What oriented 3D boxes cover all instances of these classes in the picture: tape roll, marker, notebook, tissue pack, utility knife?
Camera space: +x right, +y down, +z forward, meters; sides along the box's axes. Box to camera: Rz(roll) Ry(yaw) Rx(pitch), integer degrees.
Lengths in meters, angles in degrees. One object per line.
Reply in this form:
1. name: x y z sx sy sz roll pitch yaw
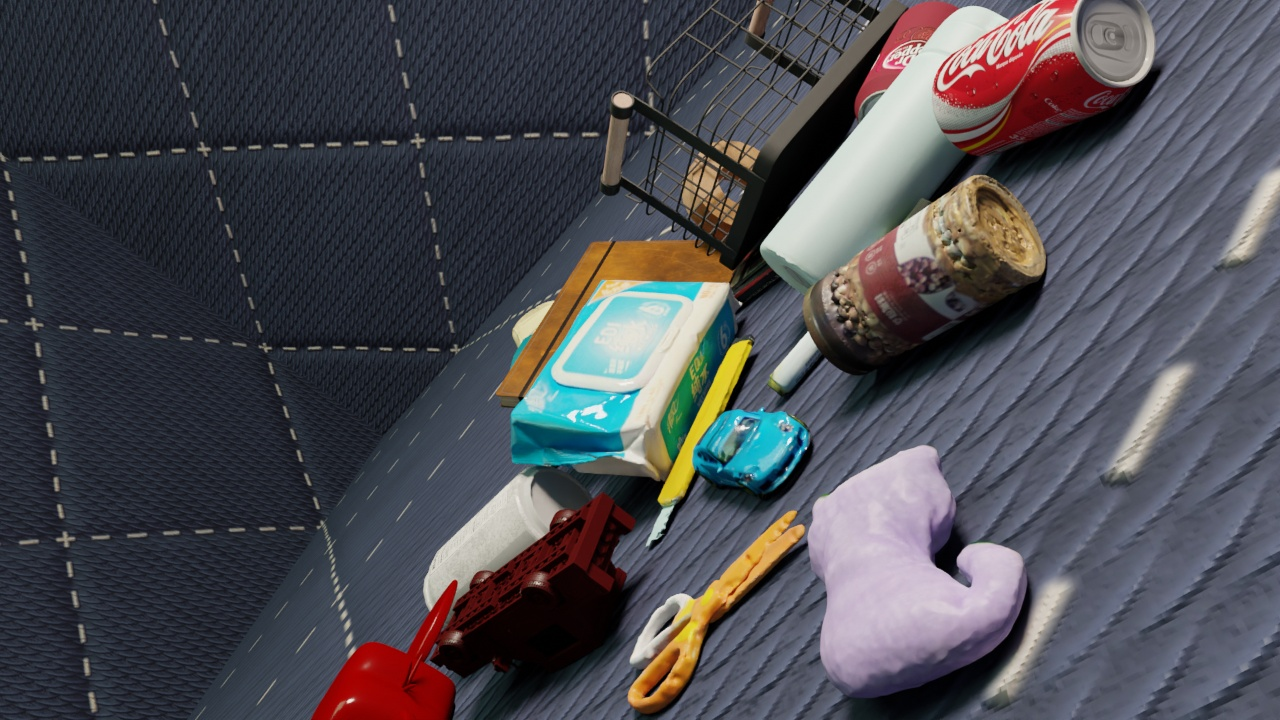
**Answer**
1. tape roll: 0.086 -0.156 0.847 0.093 0.094 0.027 -58 4 -29
2. marker: 0.129 -0.037 0.556 0.146 0.017 0.017 -50 13 5
3. notebook: -0.018 -0.032 0.802 0.179 0.014 0.248 2 40 22
4. tissue pack: -0.004 0.004 0.685 0.117 0.066 0.208 5 40 25
5. utility knife: 0.040 0.049 0.618 0.174 0.017 0.031 -59 10 -32

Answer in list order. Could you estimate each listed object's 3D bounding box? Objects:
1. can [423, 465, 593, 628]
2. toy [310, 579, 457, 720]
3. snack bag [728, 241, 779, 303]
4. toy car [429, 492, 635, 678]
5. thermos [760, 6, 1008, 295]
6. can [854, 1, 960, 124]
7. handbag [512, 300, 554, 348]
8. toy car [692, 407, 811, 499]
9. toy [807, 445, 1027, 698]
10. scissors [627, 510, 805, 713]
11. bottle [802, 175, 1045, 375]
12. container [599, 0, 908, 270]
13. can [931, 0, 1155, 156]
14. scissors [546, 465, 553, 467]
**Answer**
1. can: -0.096 0.143 0.678 0.136 0.078 0.078 -44 15 28
2. toy: -0.156 0.242 0.521 0.197 0.120 0.158 -57 8 15
3. snack bag: 0.122 -0.098 0.740 0.156 0.018 0.074 -37 18 43
4. toy car: -0.062 0.152 0.577 0.170 0.062 0.070 -40 16 38
5. thermos: 0.165 -0.131 0.584 0.207 0.065 0.078 -51 11 0
6. can: 0.203 -0.209 0.674 0.063 0.063 0.113 -31 23 56
7. handbag: -0.071 -0.002 0.921 0.081 0.111 0.119 -36 15 -2
8. toy car: 0.058 0.048 0.524 0.048 0.032 0.105 -53 15 -11
9. toy: 0.095 0.072 0.329 0.080 0.036 0.099 -33 25 27
10. scissors: 0.037 0.116 0.456 0.131 0.012 0.073 -50 13 8
11. bottle: 0.136 -0.039 0.449 0.105 0.056 0.056 -37 19 45
12. container: 0.092 -0.213 0.756 0.240 0.130 0.163 -50 -11 -25
13. can: 0.211 -0.153 0.490 0.064 0.064 0.105 -54 13 -15
14. scissors: -0.106 0.118 0.920 0.172 0.014 0.141 -38 20 30
